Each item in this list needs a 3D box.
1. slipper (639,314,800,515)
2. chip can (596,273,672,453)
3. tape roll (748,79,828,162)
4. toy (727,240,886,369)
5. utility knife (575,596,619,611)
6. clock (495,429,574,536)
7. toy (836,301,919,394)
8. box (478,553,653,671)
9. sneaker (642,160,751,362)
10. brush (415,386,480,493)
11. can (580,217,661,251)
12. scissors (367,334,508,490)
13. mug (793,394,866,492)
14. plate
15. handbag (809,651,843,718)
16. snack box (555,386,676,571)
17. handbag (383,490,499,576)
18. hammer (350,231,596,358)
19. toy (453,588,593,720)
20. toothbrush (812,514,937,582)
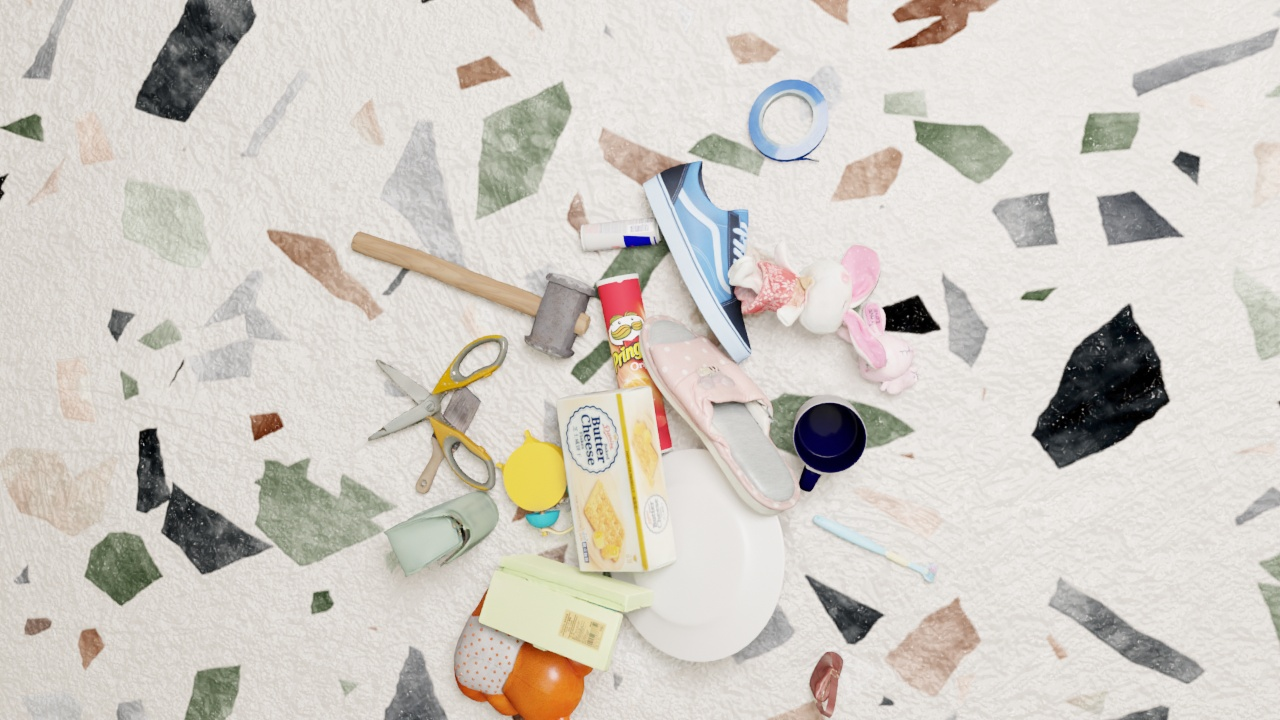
[{"bbox_3d":[0.094,0.050,1.036,0.274,0.114,0.055,55,132,19],"label":"slipper"},{"bbox_3d":[-0.007,0.006,1.101,0.052,0.051,0.214,-11,91,10],"label":"chip can"},{"bbox_3d":[0.173,-0.280,1.072,0.091,0.016,0.093,8,94,10],"label":"tape roll"},{"bbox_3d":[0.186,-0.076,1.018,0.194,0.084,0.158,14,61,-15],"label":"toy"},{"bbox_3d":[-0.006,0.300,1.137,0.162,0.015,0.022,0,67,9],"label":"utility knife"},{"bbox_3d":[-0.117,0.153,1.135,0.129,0.043,0.099,44,99,12],"label":"clock"},{"bbox_3d":[0.274,-0.013,1.053,0.063,0.047,0.110,-35,81,-1],"label":"toy"},{"bbox_3d":[-0.091,0.278,1.073,0.188,0.127,0.066,10,133,33],"label":"box"},{"bbox_3d":[0.094,-0.121,1.063,0.098,0.083,0.241,-25,86,11],"label":"sneaker"},{"bbox_3d":[-0.249,0.103,1.169,0.039,0.012,0.151,30,96,9],"label":"brush"},{"bbox_3d":[-0.023,-0.152,1.106,0.095,0.032,0.032,-4,92,10],"label":"can"},{"bbox_3d":[-0.240,0.065,1.152,0.225,0.016,0.229,-32,84,9],"label":"scissors"},{"bbox_3d":[0.207,0.097,1.044,0.078,0.096,0.112,23,96,8],"label":"mug"},{"bbox_3d":[0.055,0.223,1.061,0.243,0.016,0.242,-7,79,36],"label":"plate"},{"bbox_3d":[0.214,0.377,1.046,0.029,0.119,0.055,26,97,8],"label":"handbag"},{"bbox_3d":[-0.029,0.138,1.065,0.104,0.057,0.208,-8,90,37],"label":"snack box"},{"bbox_3d":[-0.238,0.210,1.118,0.106,0.121,0.067,-24,89,10],"label":"handbag"},{"bbox_3d":[-0.214,-0.099,1.140,0.328,0.052,0.098,21,96,12],"label":"hammer"},{"bbox_3d":[-0.142,0.375,1.132,0.172,0.092,0.164,22,94,21],"label":"toy"},{"bbox_3d":[0.275,0.219,1.080,0.155,0.016,0.022,25,65,8],"label":"toothbrush"}]
